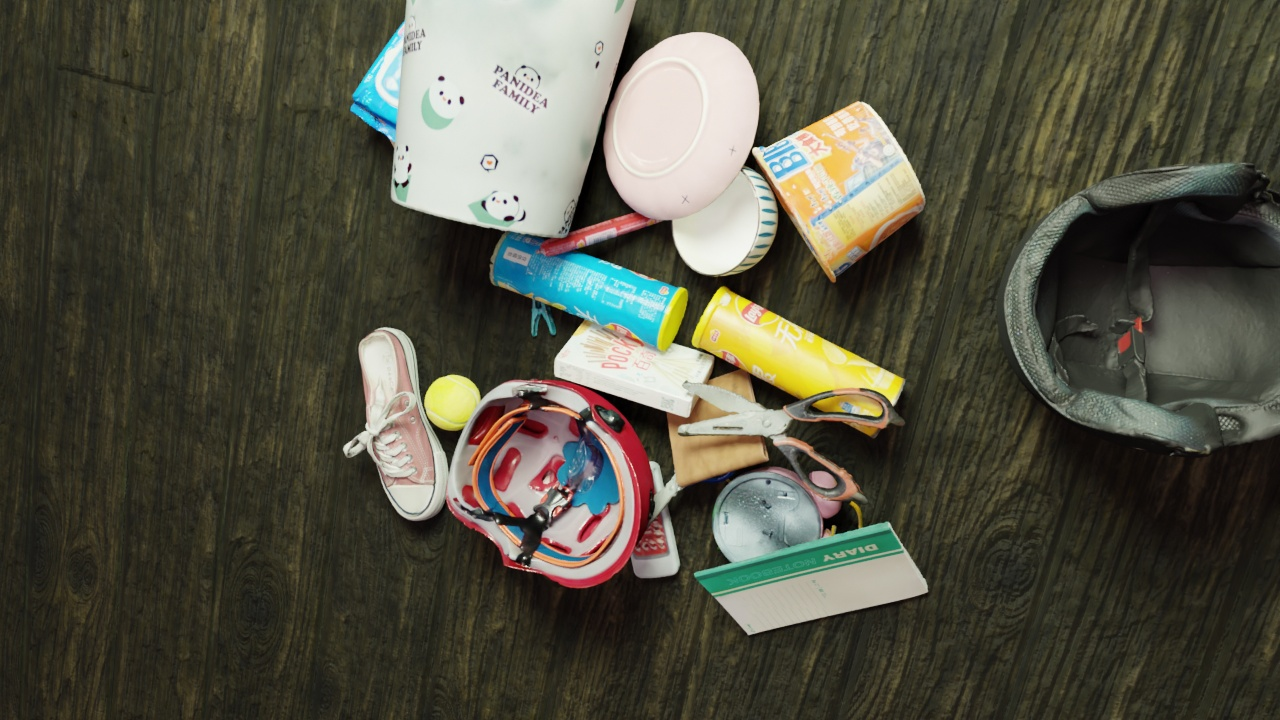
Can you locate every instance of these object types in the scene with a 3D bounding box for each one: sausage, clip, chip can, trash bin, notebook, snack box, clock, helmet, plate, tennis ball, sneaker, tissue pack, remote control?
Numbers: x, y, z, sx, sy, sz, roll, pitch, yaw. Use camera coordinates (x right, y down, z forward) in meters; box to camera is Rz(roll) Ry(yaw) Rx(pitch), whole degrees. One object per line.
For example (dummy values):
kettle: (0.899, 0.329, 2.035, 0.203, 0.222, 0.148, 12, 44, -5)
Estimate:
sausage: (-0.038, -0.139, 0.988, 0.155, 0.020, 0.020, -18, 94, -10)
clip: (-0.114, -0.055, 1.058, 0.037, 0.013, 0.055, -2, 100, 17)
chip can: (0.162, 0.001, 0.954, 0.213, 0.072, 0.072, 28, 106, 10)
trash bin: (-0.136, -0.266, 0.915, 0.230, 0.229, 0.252, 16, 103, 14)
notebook: (0.182, 0.233, 0.968, 0.209, 0.012, 0.150, -20, 135, 20)
snack box: (-0.006, 0.006, 0.998, 0.157, 0.084, 0.027, 18, 131, 13)
clock: (0.159, 0.172, 0.990, 0.159, 0.059, 0.117, 5, 99, 18)
helmet: (-0.075, 0.126, 1.002, 0.240, 0.143, 0.207, 35, 110, 20)
plate: (0.029, -0.240, 0.927, 0.193, 0.039, 0.192, -6, 81, 40)
tennis ball: (-0.221, 0.050, 1.081, 0.065, 0.065, 0.065, 3, 100, 16)
sneaker: (-0.299, 0.082, 1.098, 0.118, 0.087, 0.241, -8, 96, 18)
tissue pack: (-0.245, -0.316, 1.017, 0.095, 0.052, 0.157, 36, 91, 11)
chip can: (-0.057, -0.080, 1.007, 0.210, 0.071, 0.071, 21, 104, 13)
helmet: (0.444, -0.041, 0.779, 0.275, 0.230, 0.233, 7, 94, 8)
remote control: (0.007, 0.184, 1.058, 0.056, 0.020, 0.136, -10, 96, 17)

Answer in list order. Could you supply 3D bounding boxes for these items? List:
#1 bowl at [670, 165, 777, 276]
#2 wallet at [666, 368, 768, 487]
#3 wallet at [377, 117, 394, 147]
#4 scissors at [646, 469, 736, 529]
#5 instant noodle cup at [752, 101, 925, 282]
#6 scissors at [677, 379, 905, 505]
bowl: (0.095, -0.145, 0.942, 0.117, 0.066, 0.116, 6, 98, 45)
wallet: (0.079, 0.071, 0.988, 0.101, 0.020, 0.115, -20, 57, 18)
wallet: (-0.251, -0.268, 1.059, 0.087, 0.024, 0.115, -28, 87, 16)
scissors: (0.048, 0.137, 1.006, 0.144, 0.012, 0.170, 9, 76, 41)
instant noodle cup: (0.193, -0.167, 0.881, 0.111, 0.151, 0.151, -32, 89, 11)
scissors: (0.151, 0.070, 0.919, 0.189, 0.015, 0.224, -40, 91, 18)
